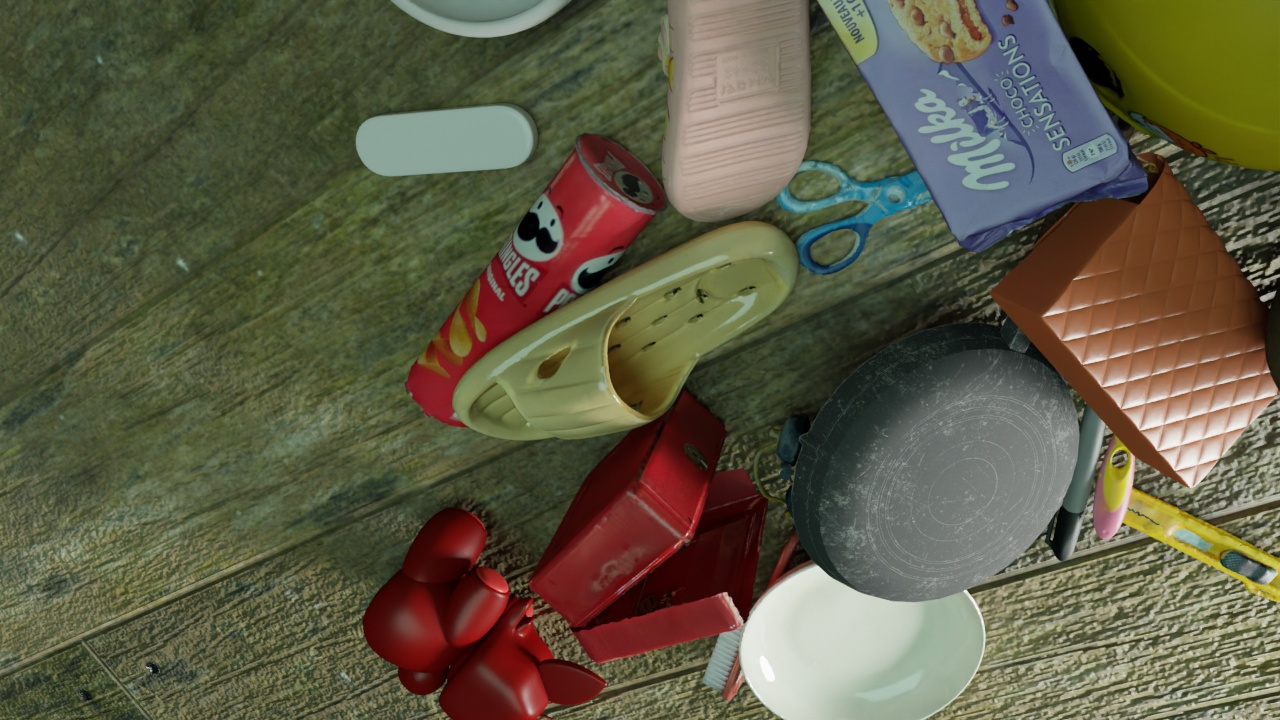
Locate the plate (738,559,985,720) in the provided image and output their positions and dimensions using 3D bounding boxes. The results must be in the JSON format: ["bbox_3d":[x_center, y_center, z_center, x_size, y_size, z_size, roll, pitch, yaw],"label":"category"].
[{"bbox_3d":[0.166,0.210,0.701,0.182,0.034,0.182,1,118,2],"label":"plate"}]

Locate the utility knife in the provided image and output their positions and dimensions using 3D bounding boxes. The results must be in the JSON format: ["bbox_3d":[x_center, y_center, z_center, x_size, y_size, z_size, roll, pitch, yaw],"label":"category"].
[{"bbox_3d":[0.383,0.125,0.626,0.155,0.017,0.030,27,110,6],"label":"utility knife"}]

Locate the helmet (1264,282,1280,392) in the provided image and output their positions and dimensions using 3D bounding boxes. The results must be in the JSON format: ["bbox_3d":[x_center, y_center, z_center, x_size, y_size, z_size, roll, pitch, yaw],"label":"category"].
[{"bbox_3d":[0.415,-0.034,0.447,0.154,0.226,0.268,37,108,17],"label":"helmet"}]

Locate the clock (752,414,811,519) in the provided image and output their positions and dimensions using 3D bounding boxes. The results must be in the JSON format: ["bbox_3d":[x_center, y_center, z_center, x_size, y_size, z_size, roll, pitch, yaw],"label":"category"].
[{"bbox_3d":[0.144,0.077,0.652,0.130,0.052,0.090,-5,113,23],"label":"clock"}]

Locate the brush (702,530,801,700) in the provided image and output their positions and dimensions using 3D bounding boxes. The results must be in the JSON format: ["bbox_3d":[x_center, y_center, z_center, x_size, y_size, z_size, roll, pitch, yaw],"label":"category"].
[{"bbox_3d":[0.088,0.201,0.734,0.030,0.040,0.173,27,117,20],"label":"brush"}]

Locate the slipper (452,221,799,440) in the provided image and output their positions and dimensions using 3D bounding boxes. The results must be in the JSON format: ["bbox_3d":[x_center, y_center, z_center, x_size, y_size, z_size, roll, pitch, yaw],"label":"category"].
[{"bbox_3d":[-0.004,0.004,0.617,0.262,0.079,0.111,-31,144,16],"label":"slipper"}]

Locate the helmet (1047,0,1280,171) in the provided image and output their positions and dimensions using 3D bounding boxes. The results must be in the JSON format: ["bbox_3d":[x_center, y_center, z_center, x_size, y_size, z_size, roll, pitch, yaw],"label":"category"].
[{"bbox_3d":[0.302,-0.185,0.404,0.240,0.139,0.210,29,120,-20],"label":"helmet"}]

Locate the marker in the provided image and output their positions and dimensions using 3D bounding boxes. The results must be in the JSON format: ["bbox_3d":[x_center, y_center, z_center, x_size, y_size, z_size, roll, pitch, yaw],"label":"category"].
[{"bbox_3d":[0.299,0.079,0.628,0.022,0.016,0.139,17,119,34],"label":"marker"}]

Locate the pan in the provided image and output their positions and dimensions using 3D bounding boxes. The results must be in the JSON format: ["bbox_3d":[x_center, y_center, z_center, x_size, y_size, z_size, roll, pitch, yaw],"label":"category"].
[{"bbox_3d":[0.223,0.006,0.567,0.207,0.040,0.357,12,110,-21],"label":"pan"}]

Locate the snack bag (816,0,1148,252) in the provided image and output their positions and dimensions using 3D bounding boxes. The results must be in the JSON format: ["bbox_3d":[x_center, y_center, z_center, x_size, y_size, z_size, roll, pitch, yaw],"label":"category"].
[{"bbox_3d":[0.169,-0.157,0.472,0.097,0.058,0.205,-25,107,32],"label":"snack bag"}]

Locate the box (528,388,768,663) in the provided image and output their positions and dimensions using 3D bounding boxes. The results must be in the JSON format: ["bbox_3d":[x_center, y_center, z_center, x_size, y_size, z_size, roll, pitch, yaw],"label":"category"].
[{"bbox_3d":[0.001,0.111,0.648,0.137,0.157,0.122,-27,107,23],"label":"box"}]

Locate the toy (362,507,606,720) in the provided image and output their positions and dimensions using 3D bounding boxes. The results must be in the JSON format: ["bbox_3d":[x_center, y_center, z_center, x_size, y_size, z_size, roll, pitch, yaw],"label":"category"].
[{"bbox_3d":[-0.137,0.238,0.768,0.197,0.120,0.159,41,116,6],"label":"toy"}]

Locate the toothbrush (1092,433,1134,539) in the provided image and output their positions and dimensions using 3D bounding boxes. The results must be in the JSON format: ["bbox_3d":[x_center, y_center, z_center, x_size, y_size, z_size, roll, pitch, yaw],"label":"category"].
[{"bbox_3d":[0.319,0.058,0.606,0.021,0.016,0.136,8,113,20],"label":"toothbrush"}]

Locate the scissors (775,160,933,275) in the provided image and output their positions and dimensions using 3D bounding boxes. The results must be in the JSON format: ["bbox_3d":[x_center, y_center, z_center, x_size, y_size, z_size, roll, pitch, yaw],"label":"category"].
[{"bbox_3d":[0.159,-0.098,0.588,0.141,0.015,0.083,-9,110,18],"label":"scissors"}]

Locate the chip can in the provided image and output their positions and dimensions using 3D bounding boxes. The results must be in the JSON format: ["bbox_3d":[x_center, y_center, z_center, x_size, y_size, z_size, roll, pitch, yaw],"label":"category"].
[{"bbox_3d":[-0.080,-0.047,0.645,0.073,0.073,0.234,40,119,-5],"label":"chip can"}]

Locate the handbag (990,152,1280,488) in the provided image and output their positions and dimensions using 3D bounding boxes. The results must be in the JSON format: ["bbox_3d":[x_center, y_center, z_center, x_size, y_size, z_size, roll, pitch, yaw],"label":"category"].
[{"bbox_3d":[0.294,-0.023,0.528,0.172,0.060,0.109,40,96,-24],"label":"handbag"}]

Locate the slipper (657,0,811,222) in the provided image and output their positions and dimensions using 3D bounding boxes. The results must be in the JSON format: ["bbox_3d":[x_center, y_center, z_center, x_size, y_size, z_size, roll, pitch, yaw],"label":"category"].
[{"bbox_3d":[0.051,-0.178,0.545,0.093,0.081,0.198,-11,135,-10],"label":"slipper"}]

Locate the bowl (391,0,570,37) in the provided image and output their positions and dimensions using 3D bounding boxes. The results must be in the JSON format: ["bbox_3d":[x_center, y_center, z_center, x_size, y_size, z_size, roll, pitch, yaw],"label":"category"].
[{"bbox_3d":[-0.090,-0.286,0.539,0.177,0.066,0.177,6,116,13],"label":"bowl"}]

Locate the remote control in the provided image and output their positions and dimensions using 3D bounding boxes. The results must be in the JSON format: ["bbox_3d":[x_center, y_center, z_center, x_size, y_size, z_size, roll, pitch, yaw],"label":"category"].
[{"bbox_3d":[-0.137,-0.154,0.644,0.137,0.013,0.043,0,114,16],"label":"remote control"}]
